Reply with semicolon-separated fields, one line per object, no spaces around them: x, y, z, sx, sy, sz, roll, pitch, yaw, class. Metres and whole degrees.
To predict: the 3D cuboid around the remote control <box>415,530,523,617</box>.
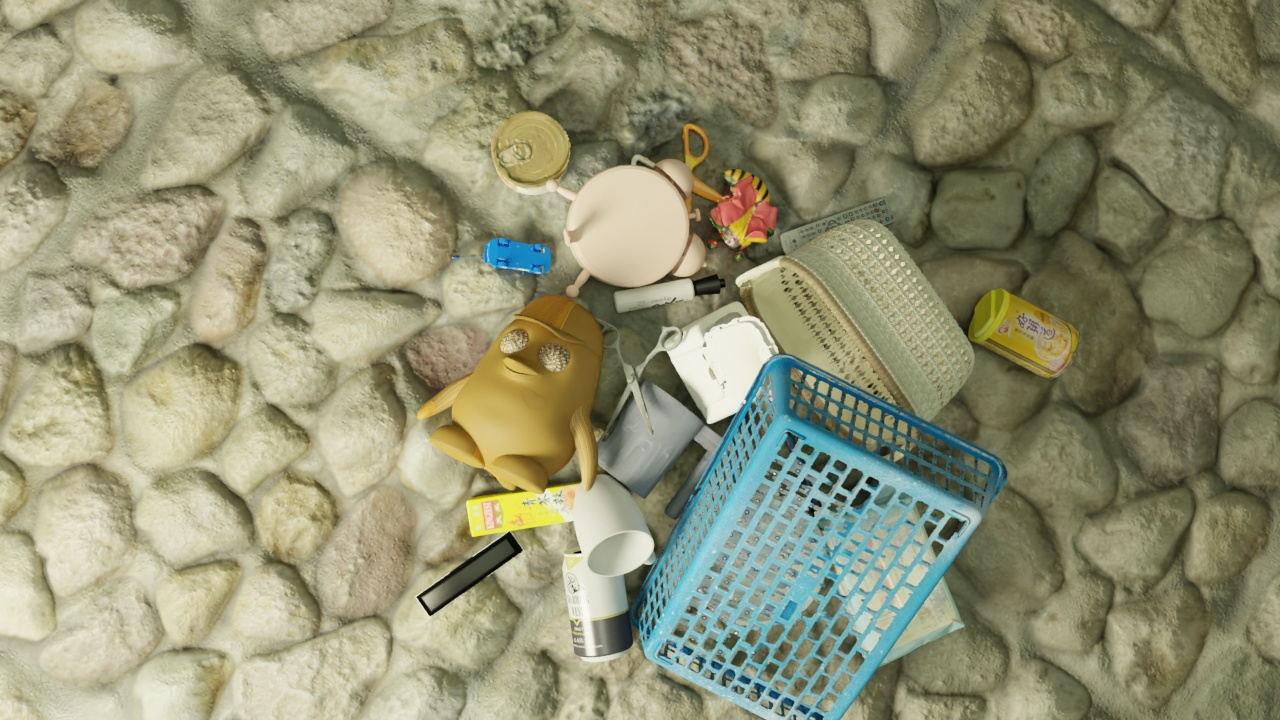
-0.186;0.233;0.999;0.124;0.012;0.028;-35;90;-6;remote control

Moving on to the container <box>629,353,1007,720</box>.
0.160;0.205;0.905;0.257;0.089;0.363;26;113;2;container

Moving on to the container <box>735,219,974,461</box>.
0.228;-0.027;0.971;0.142;0.185;0.246;-36;93;-16;container

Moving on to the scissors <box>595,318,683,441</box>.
-0.014;0.009;0.978;0.142;0.014;0.173;-48;49;9;scissors

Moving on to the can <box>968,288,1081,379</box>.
0.433;-0.031;1.040;0.105;0.068;0.067;27;85;-3;can

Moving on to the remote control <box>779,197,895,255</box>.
0.226;-0.152;1.056;0.136;0.013;0.033;-20;88;-6;remote control

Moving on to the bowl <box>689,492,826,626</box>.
0.127;0.213;1.007;0.149;0.043;0.149;0;96;3;bowl

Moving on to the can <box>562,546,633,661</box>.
-0.047;0.252;0.984;0.064;0.064;0.127;-8;87;-5;can

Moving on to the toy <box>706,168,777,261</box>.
0.115;-0.167;1.031;0.084;0.046;0.103;16;76;-16;toy

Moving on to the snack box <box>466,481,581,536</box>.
-0.113;0.160;1.001;0.148;0.029;0.040;-8;87;-6;snack box

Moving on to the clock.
-0.010;-0.146;0.996;0.160;0.086;0.131;-12;98;-14;clock

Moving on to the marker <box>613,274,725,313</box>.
0.033;-0.076;1.030;0.126;0.025;0.025;-11;88;-5;marker

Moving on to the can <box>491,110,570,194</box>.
-0.121;-0.229;1.016;0.086;0.043;0.086;0;86;-5;can

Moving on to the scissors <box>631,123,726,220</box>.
0.043;-0.207;1.044;0.127;0.011;0.125;-2;89;-7;scissors

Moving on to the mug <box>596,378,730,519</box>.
0.021;0.097;0.991;0.124;0.084;0.104;38;85;-4;mug

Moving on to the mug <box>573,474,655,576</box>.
-0.023;0.173;0.957;0.071;0.089;0.107;-39;134;13;mug

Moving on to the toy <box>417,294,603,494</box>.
-0.110;0.025;0.953;0.199;0.163;0.203;22;73;10;toy

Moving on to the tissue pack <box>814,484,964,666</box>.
0.269;0.233;1.011;0.112;0.070;0.182;-21;86;-6;tissue pack

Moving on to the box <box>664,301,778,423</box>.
0.107;-0.009;0.955;0.125;0.137;0.108;-31;91;-46;box

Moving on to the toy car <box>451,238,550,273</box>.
-0.154;-0.114;1.023;0.091;0.062;0.033;6;84;-34;toy car

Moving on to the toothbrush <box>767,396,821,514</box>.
0.175;0.102;1.037;0.014;0.014;0.167;-21;88;-17;toothbrush
